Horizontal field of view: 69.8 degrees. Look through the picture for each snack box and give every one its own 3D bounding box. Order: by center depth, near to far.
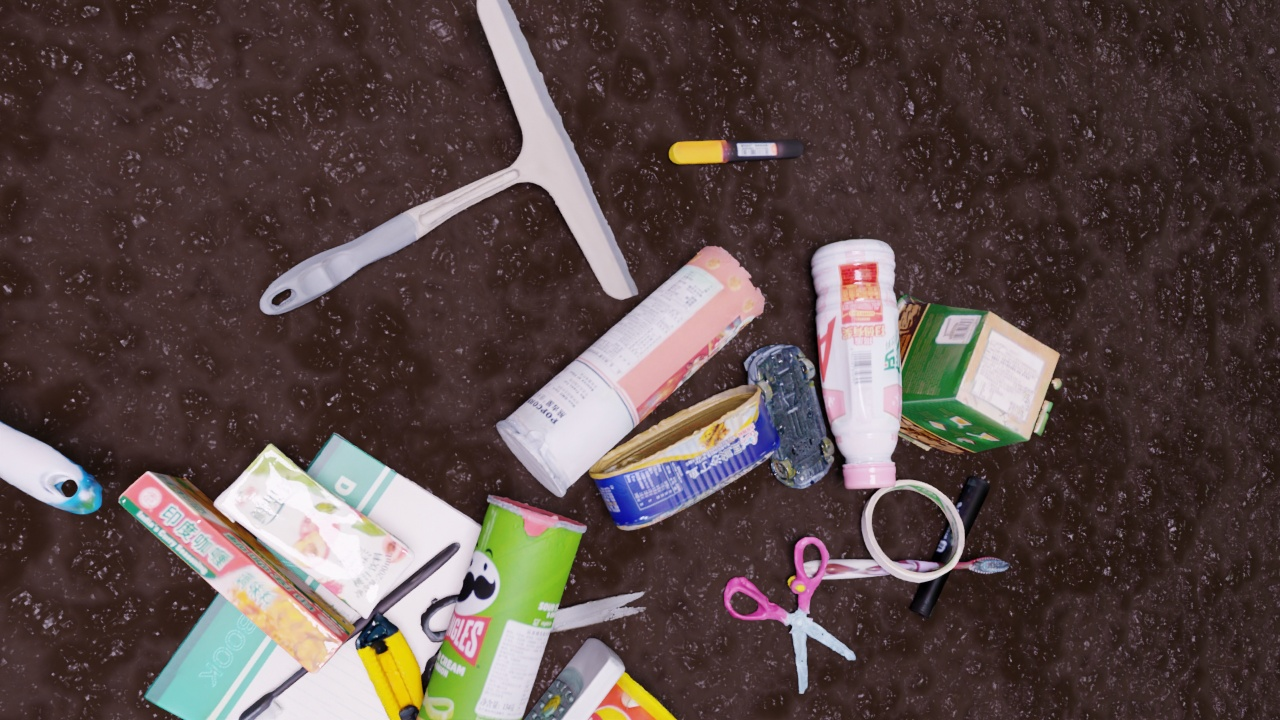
[{"bbox_3d":[-0.250,0.132,0.578,0.156,0.077,0.027,42,75,-2],"label":"snack box"},{"bbox_3d":[0.270,0.012,0.764,0.117,0.106,0.118,27,78,-16],"label":"snack box"}]

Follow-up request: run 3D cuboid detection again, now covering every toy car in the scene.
[{"bbox_3d":[0.120,0.046,0.747,0.054,0.037,0.121,-26,106,-25],"label":"toy car"}]

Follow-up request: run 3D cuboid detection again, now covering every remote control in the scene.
[{"bbox_3d":[-0.065,0.262,0.663,0.019,0.056,0.135,44,76,-14],"label":"remote control"}]

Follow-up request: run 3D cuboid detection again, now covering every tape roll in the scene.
[{"bbox_3d":[0.230,0.143,0.774,0.086,0.014,0.085,3,63,-6],"label":"tape roll"}]

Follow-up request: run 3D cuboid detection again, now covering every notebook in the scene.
[{"bbox_3d":[-0.212,0.177,0.639,0.150,0.012,0.209,36,77,-14],"label":"notebook"}]

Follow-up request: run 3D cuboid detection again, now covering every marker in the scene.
[{"bbox_3d":[0.080,-0.172,0.755,0.123,0.015,0.018,-8,92,-22],"label":"marker"},{"bbox_3d":[0.272,0.163,0.804,0.022,0.020,0.132,36,77,-32],"label":"marker"}]

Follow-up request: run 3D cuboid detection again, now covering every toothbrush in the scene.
[{"bbox_3d":[-0.194,0.187,0.629,0.180,0.016,0.018,-41,106,-15],"label":"toothbrush"},{"bbox_3d":[0.223,0.175,0.773,0.187,0.017,0.016,1,82,-10],"label":"toothbrush"}]

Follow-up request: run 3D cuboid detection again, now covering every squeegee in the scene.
[{"bbox_3d":[-0.157,-0.098,0.657,0.246,0.039,0.246,-31,115,-12],"label":"squeegee"}]

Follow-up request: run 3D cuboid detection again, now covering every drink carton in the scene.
[{"bbox_3d":[-0.215,0.112,0.610,0.122,0.046,0.053,41,72,-12],"label":"drink carton"}]

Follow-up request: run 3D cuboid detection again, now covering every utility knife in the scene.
[{"bbox_3d":[-0.151,0.263,0.641,0.033,0.015,0.197,-24,106,-17],"label":"utility knife"}]

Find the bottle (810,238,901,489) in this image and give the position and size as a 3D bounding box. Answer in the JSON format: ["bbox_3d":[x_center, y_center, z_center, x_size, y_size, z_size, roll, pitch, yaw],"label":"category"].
[{"bbox_3d":[0.178,0.004,0.741,0.068,0.068,0.196,0,81,-19],"label":"bottle"}]

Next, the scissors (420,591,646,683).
[{"bbox_3d":[-0.077,0.205,0.679,0.173,0.014,0.140,33,77,-25],"label":"scissors"}]

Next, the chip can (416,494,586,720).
[{"bbox_3d":[-0.105,0.213,0.614,0.072,0.072,0.236,20,82,-17],"label":"chip can"}]

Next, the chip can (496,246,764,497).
[{"bbox_3d":[-0.004,0.004,0.687,0.214,0.071,0.071,-42,101,-17],"label":"chip can"}]

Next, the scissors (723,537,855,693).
[{"bbox_3d":[0.121,0.210,0.749,0.124,0.017,0.133,-5,97,-11],"label":"scissors"}]

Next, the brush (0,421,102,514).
[{"bbox_3d":[-0.441,-0.003,0.515,0.314,0.110,0.060,36,74,-14],"label":"brush"}]

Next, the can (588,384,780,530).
[{"bbox_3d":[0.035,0.072,0.697,0.148,0.075,0.049,-27,100,-18],"label":"can"}]

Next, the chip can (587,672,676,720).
[{"bbox_3d":[-0.058,0.328,0.654,0.073,0.073,0.216,43,76,-13],"label":"chip can"}]
